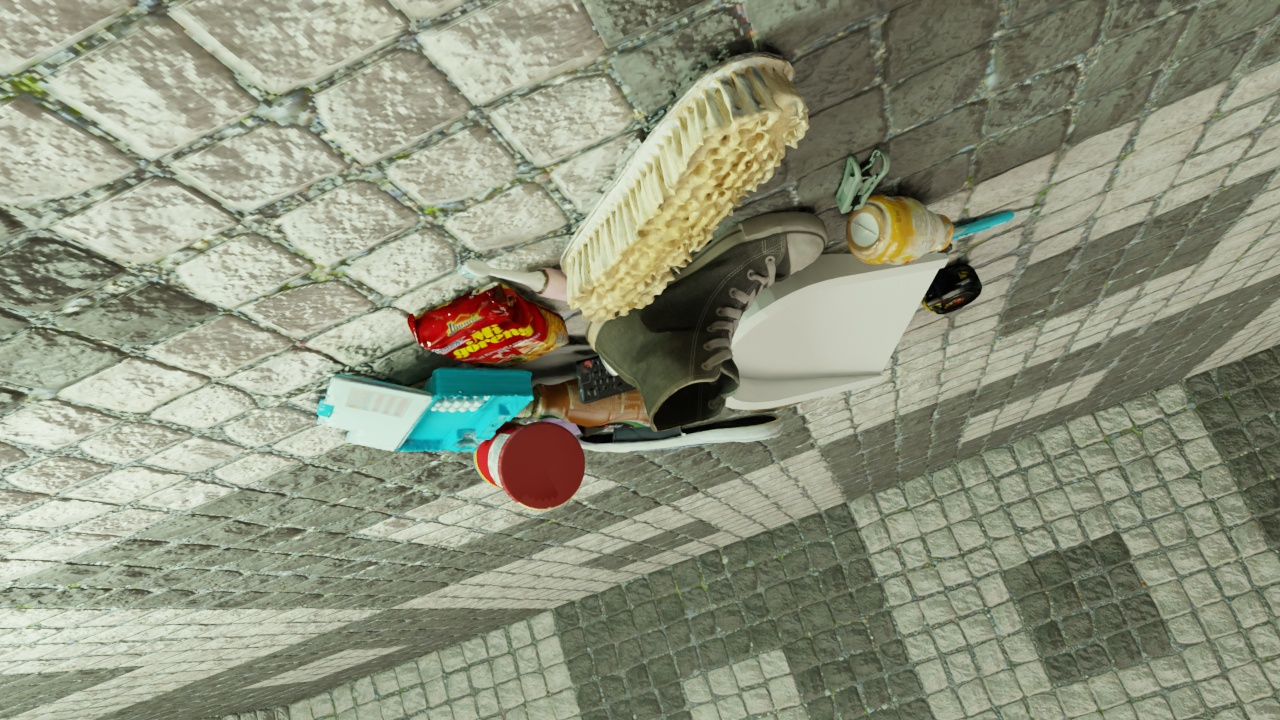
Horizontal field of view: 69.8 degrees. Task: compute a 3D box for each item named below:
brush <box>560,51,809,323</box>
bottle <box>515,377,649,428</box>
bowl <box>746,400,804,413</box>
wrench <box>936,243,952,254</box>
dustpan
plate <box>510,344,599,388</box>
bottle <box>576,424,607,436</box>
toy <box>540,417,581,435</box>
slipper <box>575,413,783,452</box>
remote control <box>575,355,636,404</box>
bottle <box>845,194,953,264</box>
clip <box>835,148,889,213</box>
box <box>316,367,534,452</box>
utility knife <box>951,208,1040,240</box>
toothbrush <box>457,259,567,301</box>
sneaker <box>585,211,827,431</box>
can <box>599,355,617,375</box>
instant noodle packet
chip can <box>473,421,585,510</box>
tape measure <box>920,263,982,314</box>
[{"bbox_3d":[0.021,-0.115,0.668,0.083,0.056,0.272,-4,155,-34],"label":"brush"},{"bbox_3d":[-0.059,0.043,0.985,0.167,0.059,0.059,1,154,-24],"label":"bottle"},{"bbox_3d":[0.175,0.009,1.126,0.162,0.070,0.162,-17,161,-6],"label":"bowl"},{"bbox_3d":[0.294,-0.058,1.098,0.069,0.010,0.274,-50,175,-29],"label":"wrench"},{"bbox_3d":[0.184,-0.021,0.969,0.257,0.053,0.192,-3,137,-18],"label":"dustpan"},{"bbox_3d":[-0.113,0.020,0.980,0.178,0.012,0.179,-17,161,-6],"label":"plate"},{"bbox_3d":[0.009,0.033,1.073,0.184,0.045,0.045,-23,163,-17],"label":"bottle"},{"bbox_3d":[-0.071,0.066,1.110,0.100,0.036,0.080,-22,155,13],"label":"toy"},{"bbox_3d":[0.047,0.076,1.165,0.264,0.063,0.111,-2,-175,0],"label":"slipper"},{"bbox_3d":[-0.006,0.006,0.976,0.150,0.047,0.022,-15,-161,-35],"label":"remote control"},{"bbox_3d":[0.243,-0.120,0.849,0.109,0.063,0.063,-5,156,-34],"label":"bottle"},{"bbox_3d":[0.185,-0.151,0.776,0.037,0.023,0.075,-17,162,-7],"label":"clip"},{"bbox_3d":[-0.222,0.053,0.897,0.181,0.039,0.227,3,161,-23],"label":"box"},{"bbox_3d":[0.363,-0.145,0.970,0.140,0.015,0.022,-17,164,-12],"label":"utility knife"},{"bbox_3d":[-0.063,-0.064,0.780,0.027,0.027,0.222,-21,163,38],"label":"toothbrush"},{"bbox_3d":[0.080,-0.037,0.807,0.234,0.120,0.095,-28,151,-9],"label":"sneaker"},{"bbox_3d":[0.010,-0.025,0.907,0.102,0.055,0.055,-24,160,15],"label":"can"},{"bbox_3d":[-0.129,-0.025,0.806,0.099,0.039,0.135,-17,163,17],"label":"instant noodle packet"},{"bbox_3d":[-0.126,0.108,0.992,0.087,0.087,0.214,-12,-179,-18],"label":"chip can"},{"bbox_3d":[0.368,-0.085,1.094,0.072,0.042,0.072,-30,154,17],"label":"tape measure"}]
